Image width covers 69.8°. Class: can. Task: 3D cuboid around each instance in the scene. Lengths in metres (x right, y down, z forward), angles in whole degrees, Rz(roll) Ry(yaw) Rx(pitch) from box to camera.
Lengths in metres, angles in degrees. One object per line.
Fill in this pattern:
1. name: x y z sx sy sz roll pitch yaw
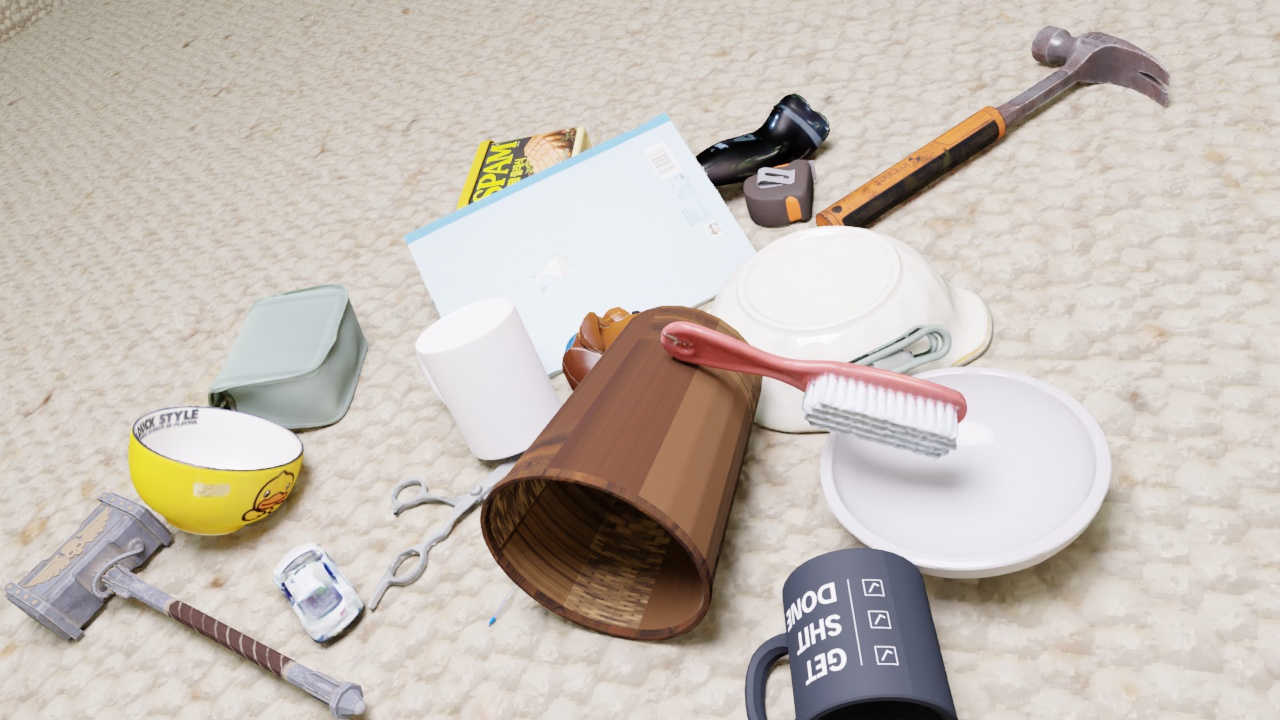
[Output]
1. can: -0.099 -0.154 0.858 0.104 0.075 0.135 -8 42 12

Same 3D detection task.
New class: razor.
1. razor: 0.102 -0.191 0.812 0.140 0.064 0.053 -25 34 -20

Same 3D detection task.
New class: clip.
1. clip: 0.153 0.000 0.563 0.076 0.023 0.042 -25 4 -3

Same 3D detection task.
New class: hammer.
1. hammer: 0.281 -0.180 0.750 0.314 0.035 0.138 -33 41 -12
2. hammer: -0.293 0.172 0.607 0.323 0.044 0.098 11 50 32

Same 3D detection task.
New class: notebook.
1. notebook: -0.049 -0.089 0.755 0.253 0.009 0.181 -26 67 -5

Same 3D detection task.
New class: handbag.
1. handbag: -0.295 -0.001 0.778 0.106 0.067 0.121 -7 42 4

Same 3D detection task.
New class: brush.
1. brush: 0.092 0.016 0.502 0.172 0.041 0.030 16 55 5

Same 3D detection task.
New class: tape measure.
1. tape measure: 0.117 -0.145 0.779 0.059 0.038 0.058 -5 43 19

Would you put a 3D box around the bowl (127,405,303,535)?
1. bowl: -0.315 0.086 0.676 0.117 0.068 0.117 16 13 -4

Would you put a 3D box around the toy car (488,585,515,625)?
1. toy car: -0.063 0.122 0.585 0.033 0.062 0.091 16 23 37

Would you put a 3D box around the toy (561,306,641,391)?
1. toy: -0.004 0.004 0.673 0.103 0.071 0.090 39 52 22

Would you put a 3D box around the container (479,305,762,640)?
1. container: 0.003 0.057 0.547 0.132 0.132 0.166 2 40 25

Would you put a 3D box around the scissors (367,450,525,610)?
1. scissors: -0.120 0.105 0.627 0.142 0.014 0.157 -4 43 25

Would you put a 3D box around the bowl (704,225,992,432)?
1. bowl: 0.127 -0.038 0.641 0.220 0.060 0.187 -4 43 21

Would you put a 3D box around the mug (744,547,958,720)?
1. mug: 0.095 0.151 0.447 0.105 0.071 0.077 -34 33 28

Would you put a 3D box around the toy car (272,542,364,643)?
1. toy car: -0.217 0.150 0.609 0.038 0.027 0.090 -41 44 -19

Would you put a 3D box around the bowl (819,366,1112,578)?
1. bowl: 0.178 0.068 0.512 0.150 0.043 0.149 -14 37 10

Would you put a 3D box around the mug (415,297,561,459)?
1. mug: -0.119 0.012 0.662 0.111 0.090 0.073 2 35 42
